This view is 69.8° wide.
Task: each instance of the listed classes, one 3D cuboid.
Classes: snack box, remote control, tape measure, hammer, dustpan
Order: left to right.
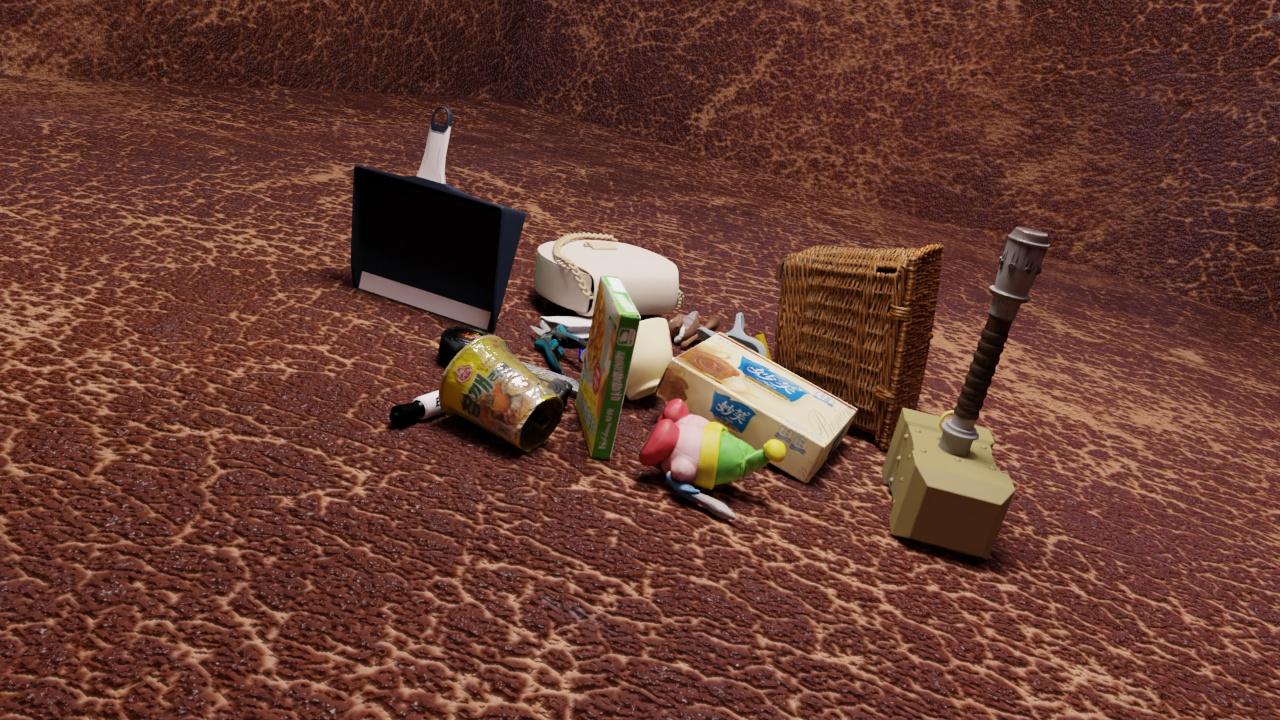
[{"bbox_3d":[-0.283,-0.201,1.245,0.236,0.273,0.080,18,7,15],"label":"dustpan"},{"bbox_3d":[-0.215,-0.014,1.145,0.072,0.042,0.071,27,27,25],"label":"tape measure"},{"bbox_3d":[-0.121,0.042,1.061,0.062,0.038,0.067,24,25,7],"label":"tape measure"},{"bbox_3d":[-0.107,0.025,1.139,0.136,0.013,0.033,17,21,13],"label":"remote control"},{"bbox_3d":[-0.039,0.004,1.013,0.027,0.168,0.132,6,22,-15],"label":"snack box"},{"bbox_3d":[0.143,0.050,1.110,0.207,0.055,0.153,30,26,17],"label":"snack box"},{"bbox_3d":[0.355,0.021,0.962,0.101,0.325,0.189,14,21,6],"label":"hammer"}]

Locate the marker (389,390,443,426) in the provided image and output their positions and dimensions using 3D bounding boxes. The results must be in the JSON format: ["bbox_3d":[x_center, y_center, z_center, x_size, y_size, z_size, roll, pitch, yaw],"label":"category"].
[{"bbox_3d":[-0.224,0.047,1.006,0.025,0.025,0.125,23,24,27],"label":"marker"}]

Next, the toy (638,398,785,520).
[{"bbox_3d":[0.073,0.097,0.958,0.131,0.097,0.124,33,29,2],"label":"toy"}]

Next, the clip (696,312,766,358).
[{"bbox_3d":[0.150,-0.020,1.305,0.108,0.028,0.163,-20,34,-5],"label":"clip"}]

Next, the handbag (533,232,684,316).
[{"bbox_3d":[-0.055,-0.124,1.418,0.210,0.103,0.208,-3,23,-29],"label":"handbag"}]

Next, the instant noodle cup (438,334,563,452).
[{"bbox_3d":[-0.145,0.041,0.983,0.108,0.102,0.102,33,28,26],"label":"instant noodle cup"}]

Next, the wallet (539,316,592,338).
[{"bbox_3d":[-0.078,-0.046,1.321,0.116,0.032,0.086,-4,15,-31],"label":"wallet"}]

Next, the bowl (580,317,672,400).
[{"bbox_3d":[-0.007,0.007,1.144,0.117,0.118,0.074,-11,73,-46],"label":"bowl"}]

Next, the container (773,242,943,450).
[{"bbox_3d":[0.279,-0.039,1.216,0.183,0.250,0.161,13,19,27],"label":"container"}]

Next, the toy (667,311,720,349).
[{"bbox_3d":[0.075,-0.050,1.396,0.055,0.042,0.101,41,37,11],"label":"toy"}]

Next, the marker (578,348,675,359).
[{"bbox_3d":[-0.014,-0.002,1.253,0.141,0.020,0.020,7,22,-13],"label":"marker"}]

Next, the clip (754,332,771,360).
[{"bbox_3d":[0.166,-0.010,1.351,0.046,0.053,0.035,-13,17,22],"label":"clip"}]

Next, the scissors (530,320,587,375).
[{"bbox_3d":[-0.110,-0.021,1.223,0.122,0.019,0.148,-13,37,19],"label":"scissors"}]
